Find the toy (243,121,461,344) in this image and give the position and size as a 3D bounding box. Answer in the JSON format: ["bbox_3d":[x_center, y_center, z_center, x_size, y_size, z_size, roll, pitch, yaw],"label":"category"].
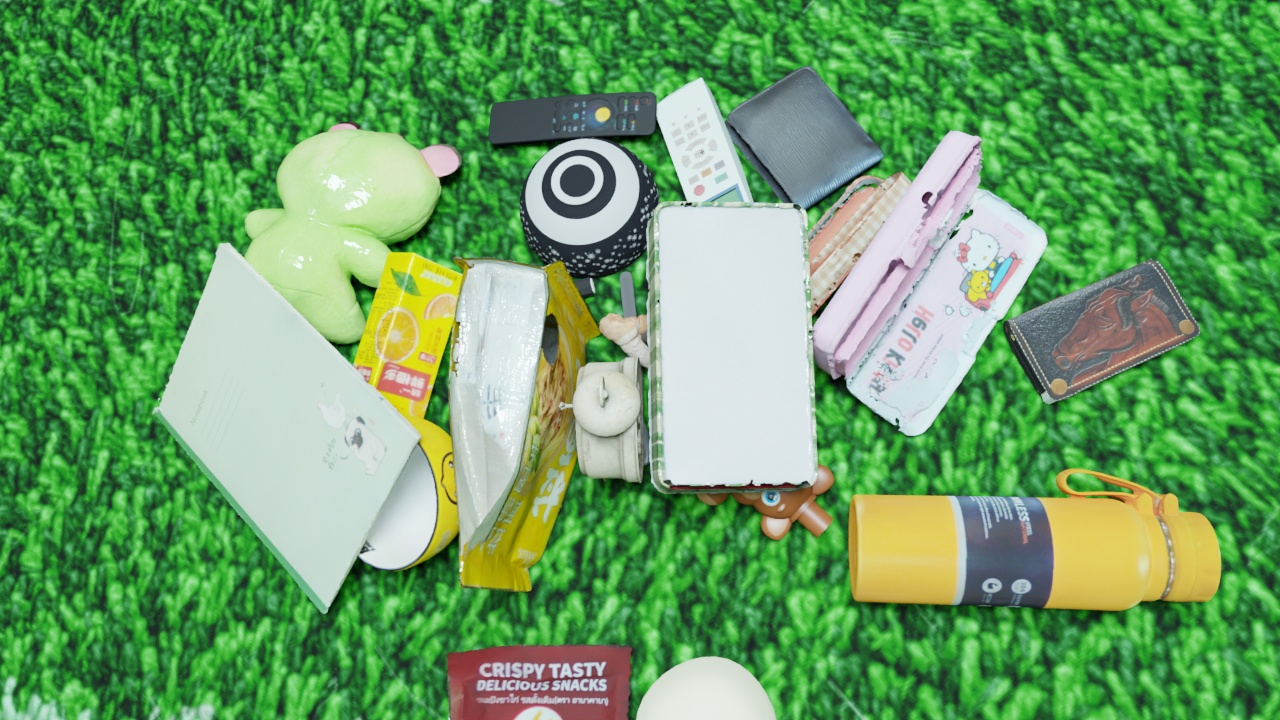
[{"bbox_3d":[-0.258,-0.118,0.775,0.150,0.107,0.196,20,88,14],"label":"toy"}]

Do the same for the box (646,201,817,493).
[{"bbox_3d":[0.063,-0.009,0.650,0.117,0.051,0.205,-1,83,-7],"label":"box"}]

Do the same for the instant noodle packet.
[{"bbox_3d":[-0.089,0.055,0.668,0.084,0.163,0.221,3,76,7],"label":"instant noodle packet"}]

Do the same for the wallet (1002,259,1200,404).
[{"bbox_3d":[0.349,-0.023,0.698,0.123,0.019,0.072,-24,77,1],"label":"wallet"}]

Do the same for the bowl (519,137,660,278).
[{"bbox_3d":[-0.046,-0.135,0.763,0.120,0.066,0.120,-2,75,8],"label":"bowl"}]

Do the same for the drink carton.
[{"bbox_3d":[-0.193,-0.016,0.746,0.043,0.058,0.134,8,80,43],"label":"drink carton"}]

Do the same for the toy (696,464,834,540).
[{"bbox_3d":[0.089,0.082,0.687,0.127,0.065,0.095,43,90,11],"label":"toy"}]

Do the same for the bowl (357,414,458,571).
[{"bbox_3d":[-0.177,0.097,0.709,0.117,0.067,0.117,3,95,31],"label":"bowl"}]

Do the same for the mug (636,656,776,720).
[{"bbox_3d":[0.050,0.264,0.622,0.096,0.100,0.120,-29,73,0],"label":"mug"}]

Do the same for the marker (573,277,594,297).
[{"bbox_3d":[-0.099,-0.048,0.771,0.124,0.017,0.021,-13,29,5],"label":"marker"}]

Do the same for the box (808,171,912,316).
[{"bbox_3d":[0.141,-0.076,0.724,0.041,0.082,0.186,44,82,-10],"label":"box"}]

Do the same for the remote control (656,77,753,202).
[{"bbox_3d":[0.056,-0.168,0.774,0.050,0.024,0.143,-26,71,23],"label":"remote control"}]

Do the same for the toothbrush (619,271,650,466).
[{"bbox_3d":[-0.004,0.004,0.747,0.013,0.013,0.167,-8,73,6],"label":"toothbrush"}]

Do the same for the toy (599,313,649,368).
[{"bbox_3d":[0.030,-0.010,0.715,0.085,0.074,0.106,-37,88,-3],"label":"toy"}]

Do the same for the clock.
[{"bbox_3d":[-0.026,0.039,0.660,0.054,0.141,0.092,-1,73,3],"label":"clock"}]

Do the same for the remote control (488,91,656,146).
[{"bbox_3d":[-0.060,-0.210,0.802,0.152,0.020,0.041,0,78,15],"label":"remote control"}]

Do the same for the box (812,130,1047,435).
[{"bbox_3d":[0.212,-0.060,0.700,0.201,0.146,0.077,-54,35,-7],"label":"box"}]

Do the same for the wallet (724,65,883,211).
[{"bbox_3d":[0.135,-0.188,0.772,0.089,0.026,0.115,-34,73,-3],"label":"wallet"}]

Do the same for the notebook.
[{"bbox_3d":[-0.289,0.051,0.725,0.252,0.010,0.182,40,113,21],"label":"notebook"}]

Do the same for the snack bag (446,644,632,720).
[{"bbox_3d":[-0.074,0.309,0.650,0.139,0.067,0.207,-2,73,3],"label":"snack bag"}]

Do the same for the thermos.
[{"bbox_3d":[0.266,0.126,0.636,0.233,0.076,0.091,0,110,9],"label":"thermos"}]
